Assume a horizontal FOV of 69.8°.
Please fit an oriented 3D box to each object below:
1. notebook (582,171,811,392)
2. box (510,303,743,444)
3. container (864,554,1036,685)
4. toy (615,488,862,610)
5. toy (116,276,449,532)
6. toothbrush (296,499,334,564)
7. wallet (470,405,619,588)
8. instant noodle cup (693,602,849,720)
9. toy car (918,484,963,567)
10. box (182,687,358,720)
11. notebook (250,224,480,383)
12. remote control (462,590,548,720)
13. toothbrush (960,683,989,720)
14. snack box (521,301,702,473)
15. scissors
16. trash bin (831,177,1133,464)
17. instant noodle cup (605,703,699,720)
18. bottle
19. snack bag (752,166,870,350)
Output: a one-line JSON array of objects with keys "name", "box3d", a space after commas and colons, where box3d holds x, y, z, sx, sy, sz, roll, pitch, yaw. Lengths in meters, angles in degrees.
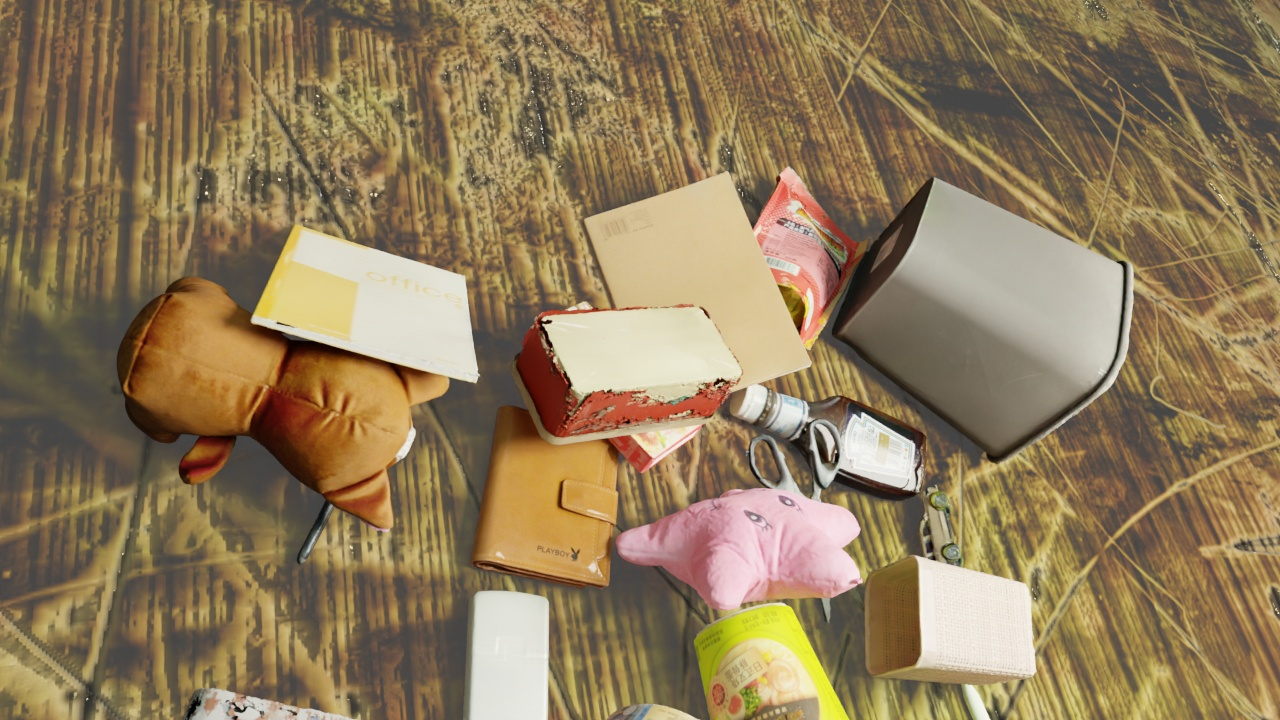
[{"name": "notebook", "box3d": [0.049, -0.066, 0.850, 0.149, 0.012, 0.211, -19, 70, -5]}, {"name": "box", "box3d": [-0.004, 0.004, 0.719, 0.168, 0.077, 0.091, -5, 54, -36]}, {"name": "container", "box3d": [0.260, 0.224, 0.770, 0.111, 0.090, 0.089, 13, 62, -12]}, {"name": "toy", "box3d": [0.099, 0.142, 0.703, 0.194, 0.179, 0.075, -10, 107, -42]}, {"name": "toy", "box3d": [-0.239, 0.027, 0.617, 0.199, 0.130, 0.140, 18, 82, -5]}, {"name": "toothbrush", "box3d": [-0.206, 0.069, 0.672, 0.018, 0.016, 0.180, 34, 51, -18]}, {"name": "wallet", "box3d": [-0.070, 0.106, 0.714, 0.107, 0.031, 0.131, 17, 56, -17]}, {"name": "instant noodle cup", "box3d": [0.094, 0.250, 0.676, 0.111, 0.112, 0.123, -1, 55, -29]}, {"name": "toy car", "box3d": [0.280, 0.162, 0.861, 0.035, 0.042, 0.090, -10, 60, 16]}, {"name": "box", "box3d": [-0.182, 0.287, 0.452, 0.158, 0.181, 0.204, 17, 55, -21]}, {"name": "notebook", "box3d": [-0.194, -0.047, 0.673, 0.145, 0.010, 0.206, 17, 19, -19]}, {"name": "remote control", "box3d": [-0.093, 0.235, 0.630, 0.058, 0.021, 0.149, 12, 57, -22]}, {"name": "toothbrush", "box3d": [0.298, 0.310, 0.798, 0.029, 0.020, 0.189, 8, 57, -47]}, {"name": "snack box", "box3d": [-0.024, 0.019, 0.772, 0.153, 0.026, 0.075, 46, 42, 13]}, {"name": "scissors", "box3d": [0.155, 0.132, 0.804, 0.163, 0.014, 0.165, 32, 75, 2]}, {"name": "trash bin", "box3d": [0.337, -0.050, 0.932, 0.220, 0.200, 0.198, 32, 51, 0]}, {"name": "instant noodle cup", "box3d": [0.001, 0.297, 0.568, 0.151, 0.152, 0.111, 46, 38, 3]}, {"name": "bottle", "box3d": [0.176, 0.069, 0.860, 0.195, 0.044, 0.079, 22, 64, -14]}, {"name": "snack bag", "box3d": [0.164, -0.106, 0.948, 0.128, 0.073, 0.207, 39, 46, -8]}]
